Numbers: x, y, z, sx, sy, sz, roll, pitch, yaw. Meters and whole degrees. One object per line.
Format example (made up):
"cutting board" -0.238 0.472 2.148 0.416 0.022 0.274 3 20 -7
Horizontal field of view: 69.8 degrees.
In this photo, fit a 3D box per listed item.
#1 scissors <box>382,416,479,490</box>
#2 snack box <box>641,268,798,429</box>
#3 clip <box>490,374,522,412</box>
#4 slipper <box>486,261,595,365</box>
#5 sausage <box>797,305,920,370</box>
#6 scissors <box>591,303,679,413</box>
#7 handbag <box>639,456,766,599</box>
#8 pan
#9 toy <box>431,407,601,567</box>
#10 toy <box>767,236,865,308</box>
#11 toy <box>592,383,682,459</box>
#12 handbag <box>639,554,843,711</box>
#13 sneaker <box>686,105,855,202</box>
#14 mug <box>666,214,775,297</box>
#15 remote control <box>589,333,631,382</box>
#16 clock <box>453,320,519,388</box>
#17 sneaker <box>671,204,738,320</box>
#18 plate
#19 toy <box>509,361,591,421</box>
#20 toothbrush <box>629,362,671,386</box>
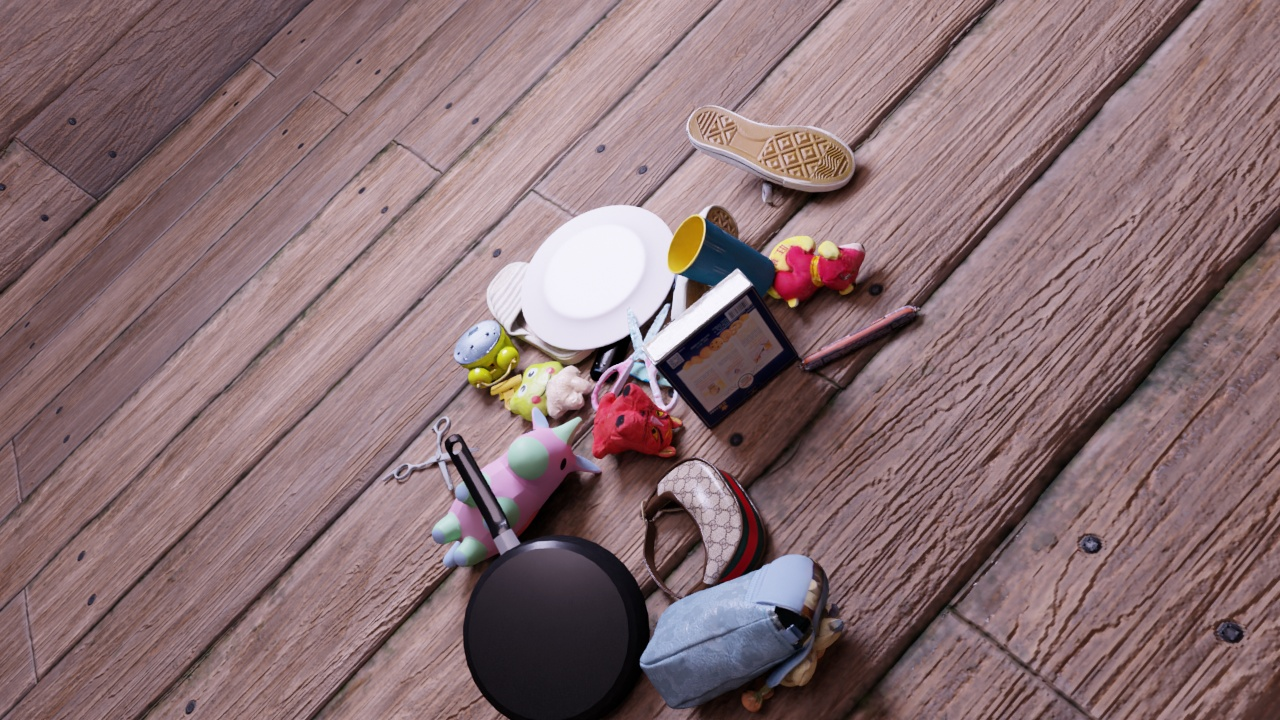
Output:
"scissors" -0.299 0.143 1.310 0.175 0.014 0.141 -25 44 17
"snack box" 0.096 -0.010 1.074 0.144 0.145 0.042 -39 43 1
"clip" -0.184 0.047 1.298 0.054 0.045 0.048 -22 23 15
"slipper" -0.150 -0.077 1.356 0.114 0.054 0.273 -49 46 -2
"sausage" 0.255 -0.025 1.072 0.155 0.020 0.020 -28 46 12
"scissors" 0.006 0.007 1.187 0.168 0.014 0.170 33 92 40
"handbag" 0.057 0.186 1.015 0.138 0.063 0.166 -43 45 11
"pan" -0.133 0.229 1.004 0.204 0.044 0.355 -34 73 3
"toy" -0.162 0.166 1.139 0.120 0.170 0.223 43 119 12
"toy" 0.207 -0.110 1.141 0.138 0.067 0.105 4 66 45
"toy" -0.013 0.091 1.139 0.133 0.094 0.088 -21 50 57
"handbag" 0.102 0.273 0.883 0.192 0.118 0.121 -32 5 22
"sneaker" 0.179 -0.283 1.272 0.241 0.088 0.118 22 81 17
"mug" 0.103 -0.121 1.140 0.078 0.121 0.078 -40 39 42
"remote control" -0.030 -0.041 1.261 0.041 0.020 0.151 8 69 37
"clock" -0.222 -0.006 1.337 0.083 0.057 0.119 -35 40 3
"sneaker" 0.071 -0.098 1.210 0.079 0.087 0.235 -27 43 47
"plate" -0.064 -0.124 1.298 0.243 0.016 0.242 -12 58 19
"toy" -0.120 0.043 1.248 0.118 0.043 0.092 6 60 34
"toothbrush" 0.027 0.024 1.184 0.135 0.017 0.022 21 81 41
